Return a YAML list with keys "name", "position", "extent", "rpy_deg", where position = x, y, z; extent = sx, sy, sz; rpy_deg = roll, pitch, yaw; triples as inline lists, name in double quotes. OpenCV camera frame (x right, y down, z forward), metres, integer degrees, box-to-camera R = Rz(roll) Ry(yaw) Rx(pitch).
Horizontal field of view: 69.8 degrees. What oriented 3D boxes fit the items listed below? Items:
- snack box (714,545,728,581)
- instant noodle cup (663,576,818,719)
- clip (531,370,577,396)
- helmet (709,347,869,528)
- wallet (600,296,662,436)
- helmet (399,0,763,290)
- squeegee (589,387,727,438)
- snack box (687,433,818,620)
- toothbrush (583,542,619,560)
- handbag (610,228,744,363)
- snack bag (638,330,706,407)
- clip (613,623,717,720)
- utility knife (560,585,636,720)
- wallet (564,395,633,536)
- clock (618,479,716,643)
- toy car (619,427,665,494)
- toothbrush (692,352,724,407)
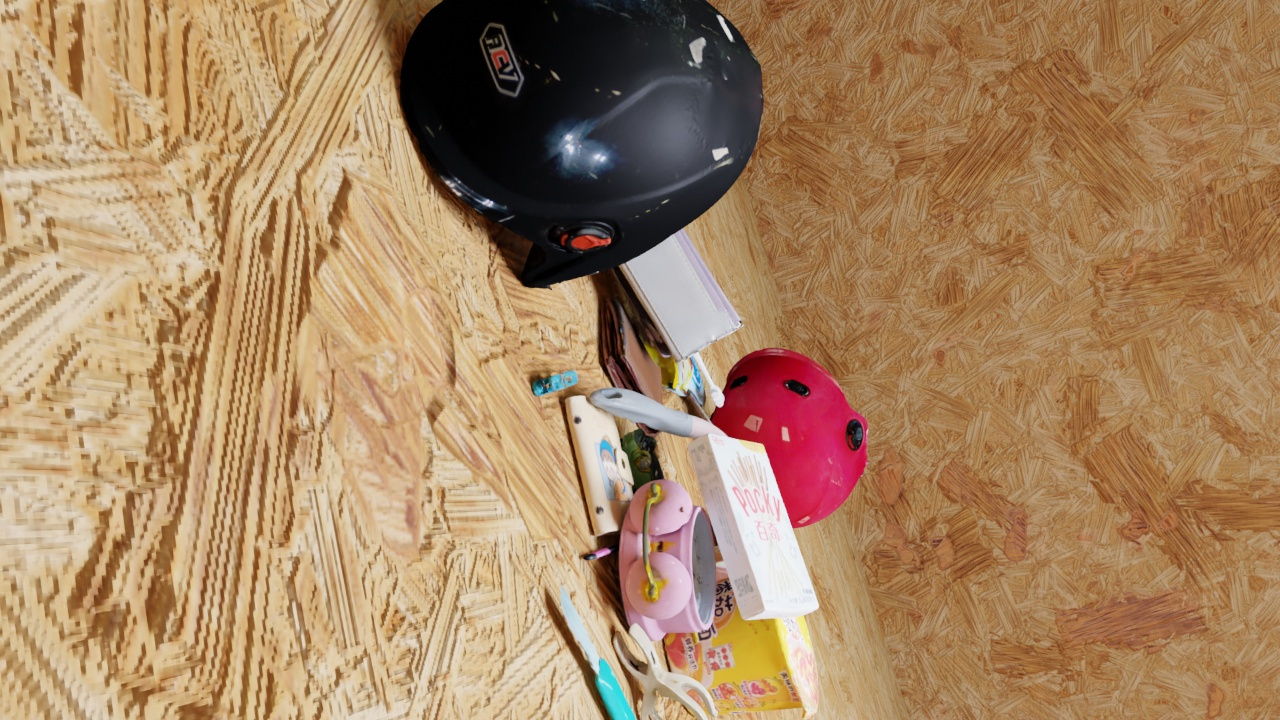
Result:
- name: "snack box"
  position: [0.113, 0.245, 0.974]
  extent: [0.077, 0.093, 0.094]
  rpy_deg: [-14, 86, -76]
- name: "instant noodle cup"
  position: [0.089, 0.258, 0.836]
  extent: [0.138, 0.110, 0.138]
  rpy_deg: [-18, 90, -76]
- name: "clip"
  position: [-0.068, 0.018, 0.726]
  extent: [0.014, 0.043, 0.056]
  rpy_deg: [71, 18, 2]
- name: "helmet"
  position: [0.174, 0.118, 1.167]
  extent: [0.143, 0.207, 0.240]
  rpy_deg: [-55, 138, -41]
- name: "wallet"
  position: [-0.006, 0.006, 0.954]
  extent: [0.101, 0.032, 0.124]
  rpy_deg: [-96, 162, -48]
- name: "helmet"
  position: [-0.041, -0.197, 0.713]
  extent: [0.274, 0.231, 0.233]
  rpy_deg: [-4, 74, -55]
- name: "squeegee"
  position: [0.042, 0.067, 0.842]
  extent: [0.249, 0.040, 0.247]
  rpy_deg: [31, 20, -46]
- name: "snack box"
  position: [0.096, 0.141, 0.781]
  extent: [0.084, 0.027, 0.156]
  rpy_deg: [15, 51, -47]
- name: "toothbrush"
  position: [-0.013, 0.158, 0.775]
  extent: [0.189, 0.014, 0.017]
  rpy_deg: [13, 72, -73]
- name: "handbag"
  position: [0.017, -0.101, 0.979]
  extent: [0.197, 0.098, 0.145]
  rpy_deg: [60, 5, -2]
- name: "snack bag"
  position: [0.045, 0.002, 1.136]
  extent: [0.110, 0.039, 0.191]
  rpy_deg: [63, 11, 14]
- name: "clip"
  position: [0.007, 0.260, 0.708]
  extent: [0.103, 0.093, 0.035]
  rpy_deg: [35, 18, 2]
- name: "utility knife"
  position: [-0.016, 0.245, 0.650]
  extent: [0.029, 0.013, 0.216]
  rpy_deg: [-73, 145, -63]
- name: "wallet"
  position: [-0.031, 0.090, 0.775]
  extent: [0.087, 0.024, 0.115]
  rpy_deg: [20, 52, -66]
- name: "clock"
  position: [0.021, 0.163, 0.748]
  extent: [0.158, 0.060, 0.117]
  rpy_deg: [60, 29, -55]
- name: "toy car"
  position: [0.004, 0.108, 0.850]
  extent: [0.043, 0.036, 0.091]
  rpy_deg: [-65, 134, -71]
- name: "toothbrush"
  position: [0.059, -0.019, 1.109]
  extent: [0.180, 0.016, 0.016]
  rpy_deg: [61, 15, -20]
